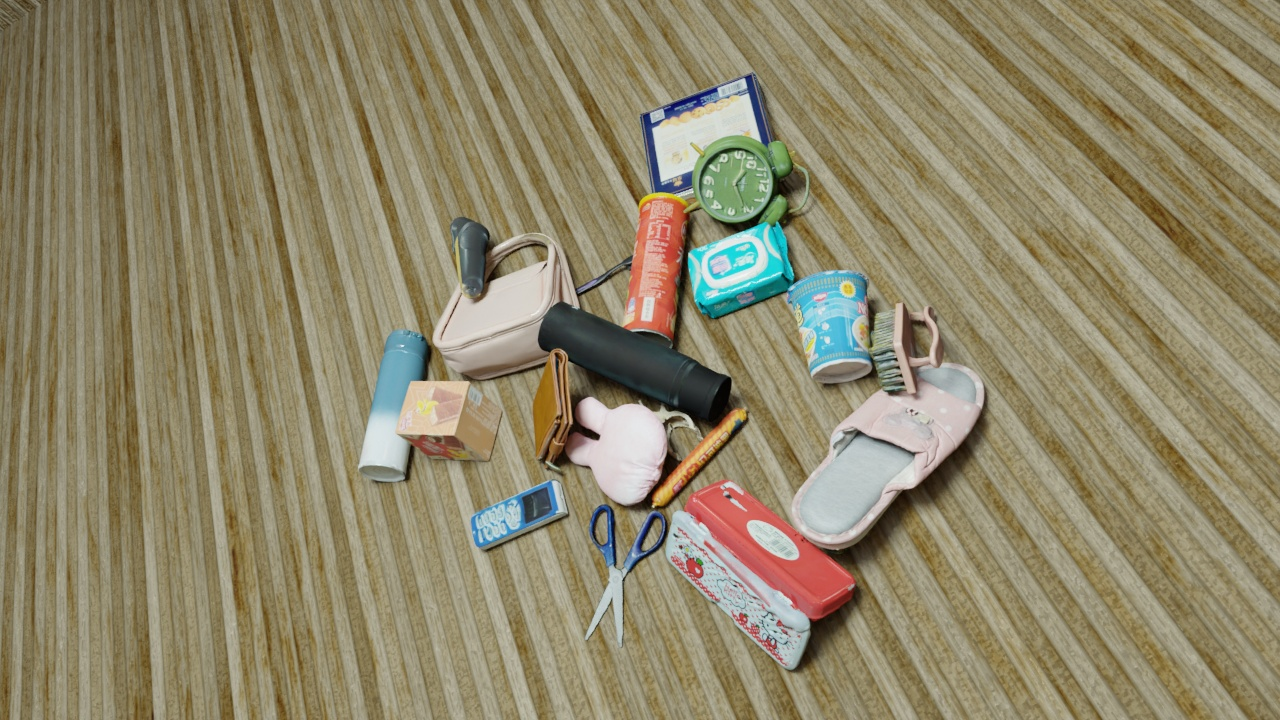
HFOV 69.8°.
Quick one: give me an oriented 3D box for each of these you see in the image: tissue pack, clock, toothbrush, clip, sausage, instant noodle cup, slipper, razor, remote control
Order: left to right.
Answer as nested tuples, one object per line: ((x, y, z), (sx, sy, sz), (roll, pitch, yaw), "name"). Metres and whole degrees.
((-0.243, -0.143, 1.307), (0.068, 0.062, 0.167), (-50, 32, 26), "razor")
((-0.153, 0.194, 1.150), (0.125, 0.024, 0.049), (-25, 56, 11), "remote control")
((-0.075, -0.103, 1.291), (0.189, 0.017, 0.014), (-28, 46, 11), "toothbrush")
((0.046, 0.070, 1.128), (0.087, 0.035, 0.104), (-26, 48, 13), "clip")
((0.070, 0.115, 1.097), (0.165, 0.021, 0.021), (-46, 55, -5), "sausage")
((0.130, -0.118, 1.182), (0.134, 0.050, 0.093), (-20, 56, 12), "tissue pack")
((0.141, -0.233, 1.205), (0.161, 0.056, 0.116), (7, 109, 7), "clock")
((0.227, -0.035, 1.074), (0.099, 0.099, 0.109), (-12, 67, 17), "instant noodle cup")
((0.265, 0.089, 0.978), (0.273, 0.054, 0.114), (-41, 51, -17), "slipper")

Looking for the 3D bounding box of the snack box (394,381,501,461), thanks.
((-0.253, 0.081, 1.215), (0.094, 0.093, 0.077), (0, 63, 23), "snack box")

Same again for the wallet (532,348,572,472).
((-0.111, 0.069, 1.146), (0.035, 0.131, 0.119), (-1, 60, -19), "wallet")

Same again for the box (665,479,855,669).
((0.126, 0.227, 1.000), (0.094, 0.100, 0.201), (-19, 43, -37), "box")

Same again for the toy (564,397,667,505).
((-0.030, 0.104, 1.117), (0.159, 0.054, 0.121), (27, 102, 42), "toy")

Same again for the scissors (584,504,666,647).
((-0.029, 0.241, 1.078), (0.162, 0.012, 0.162), (-43, 57, -2), "scissors")

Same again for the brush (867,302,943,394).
((0.298, -0.022, 1.021), (0.073, 0.063, 0.145), (-15, 20, 23), "brush")

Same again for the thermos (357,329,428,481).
((-0.343, 0.059, 1.288), (0.070, 0.070, 0.220), (-8, 59, 20), "thermos")

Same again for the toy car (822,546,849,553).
((0.222, 0.167, 0.991), (0.043, 0.036, 0.091), (27, 72, 32), "toy car")

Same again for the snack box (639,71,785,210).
((0.098, -0.306, 1.304), (0.178, 0.046, 0.182), (-16, 58, 15), "snack box")

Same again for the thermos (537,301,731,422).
((-0.007, 0.007, 1.131), (0.243, 0.090, 0.068), (25, 74, 21), "thermos")

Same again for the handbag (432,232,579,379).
((-0.181, -0.096, 1.295), (0.194, 0.093, 0.233), (-17, 48, 20), "handbag")

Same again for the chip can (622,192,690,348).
((0.021, -0.117, 1.217), (0.073, 0.073, 0.216), (-4, 61, 22), "chip can")
